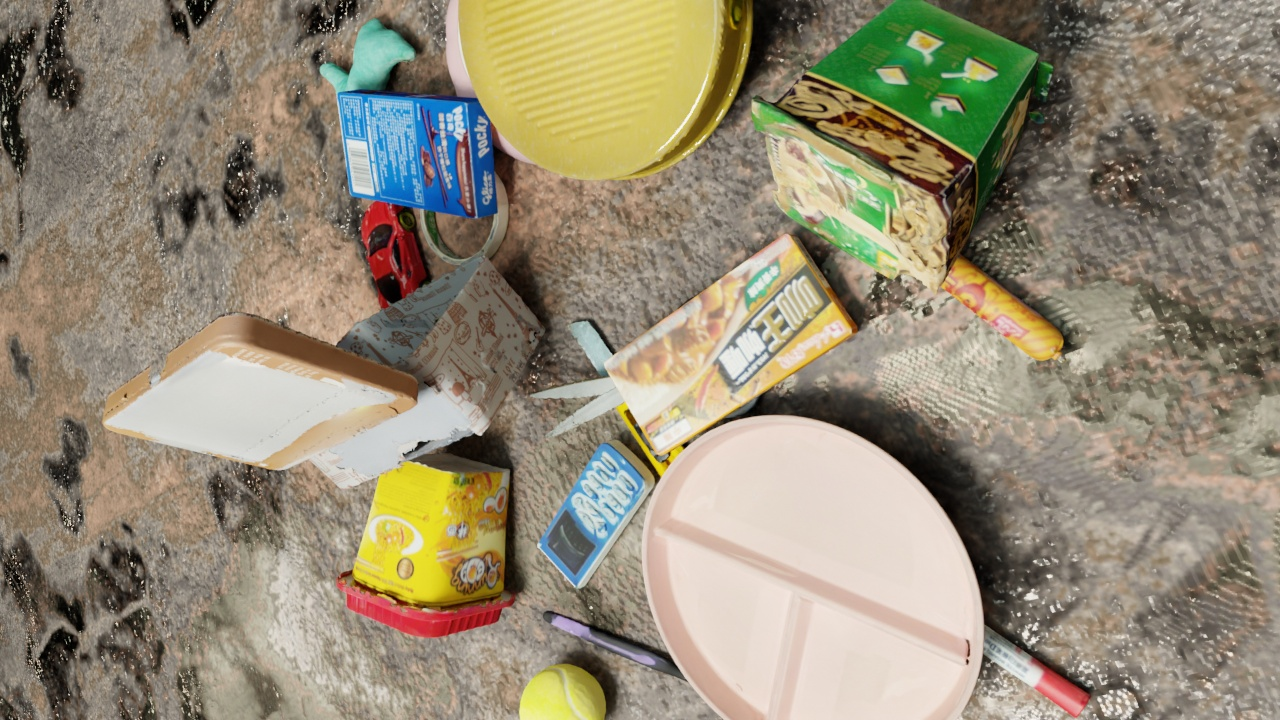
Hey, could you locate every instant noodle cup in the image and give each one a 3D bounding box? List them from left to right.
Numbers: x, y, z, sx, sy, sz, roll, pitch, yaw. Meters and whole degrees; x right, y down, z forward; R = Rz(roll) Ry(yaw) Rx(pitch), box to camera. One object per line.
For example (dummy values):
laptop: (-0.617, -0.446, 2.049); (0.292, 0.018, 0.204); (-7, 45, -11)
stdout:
instant noodle cup: (-0.163, 0.141, 0.732); (0.116, 0.116, 0.123); (10, 91, 32)

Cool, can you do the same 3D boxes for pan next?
pan: (0.048, -0.220, 0.546); (0.358, 0.078, 0.198); (-4, 106, 31)

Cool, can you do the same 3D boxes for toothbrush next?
toothbrush: (-0.001, 0.221, 0.692); (0.189, 0.016, 0.014); (11, 91, 35)

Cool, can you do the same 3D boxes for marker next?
marker: (0.196, 0.160, 0.549); (0.145, 0.017, 0.017); (33, 113, 25)

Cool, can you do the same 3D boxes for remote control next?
remote control: (-0.034, 0.116, 0.688); (0.049, 0.024, 0.125); (44, 121, 20)

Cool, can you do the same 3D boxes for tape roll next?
tape roll: (-0.142, -0.119, 0.732); (0.086, 0.013, 0.086); (5, 100, 32)

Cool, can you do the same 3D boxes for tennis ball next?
tennis ball: (-0.060, 0.267, 0.703); (0.066, 0.065, 0.065); (5, 99, 33)

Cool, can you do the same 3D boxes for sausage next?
sausage: (0.176, -0.054, 0.528); (0.165, 0.021, 0.021); (44, 117, 21)

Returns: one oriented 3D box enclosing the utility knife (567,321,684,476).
utility knife: (0.009, 0.058, 0.657); (0.033, 0.015, 0.223); (-43, 73, 27)

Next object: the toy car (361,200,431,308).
toy car: (-0.208, -0.085, 0.771); (0.049, 0.031, 0.106); (-19, 85, 33)

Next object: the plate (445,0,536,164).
plate: (-0.073, -0.238, 0.655); (0.193, 0.039, 0.192); (5, 100, 32)

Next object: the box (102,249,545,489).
box: (-0.205, 0.020, 0.645); (0.180, 0.268, 0.136); (-22, 87, 34)

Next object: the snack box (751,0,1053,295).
snack box: (0.140, -0.119, 0.487); (0.117, 0.118, 0.105); (37, 83, 23)

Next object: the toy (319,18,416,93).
toy: (-0.232, -0.240, 0.765); (0.096, 0.030, 0.092); (41, 114, 25)

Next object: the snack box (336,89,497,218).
snack box: (-0.175, -0.162, 0.711); (0.157, 0.026, 0.085); (16, 118, 36)

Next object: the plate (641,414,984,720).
plate: (0.102, 0.145, 0.583); (0.230, 0.028, 0.229); (8, 104, 34)

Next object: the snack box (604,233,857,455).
snack box: (0.055, -0.008, 0.594); (0.154, 0.026, 0.075); (-35, 81, 21)

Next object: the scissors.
scissors: (0.005, 0.017, 0.640); (0.164, 0.014, 0.164); (32, 105, 18)
